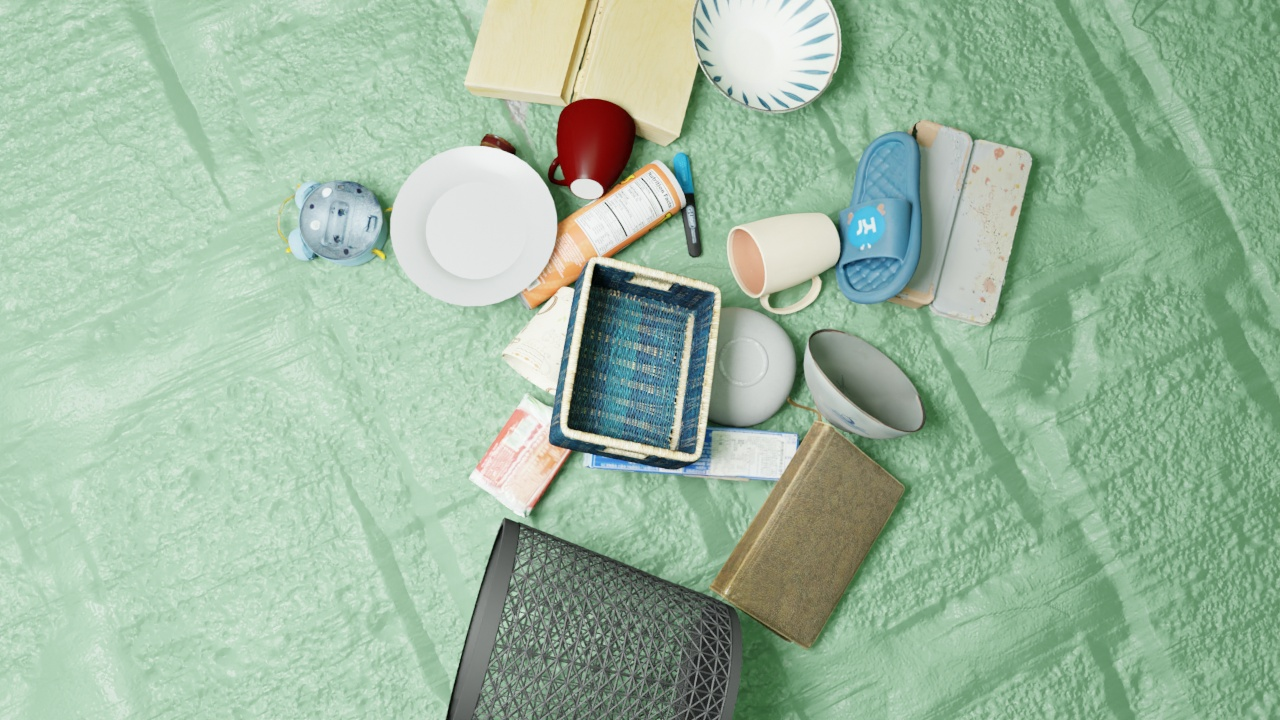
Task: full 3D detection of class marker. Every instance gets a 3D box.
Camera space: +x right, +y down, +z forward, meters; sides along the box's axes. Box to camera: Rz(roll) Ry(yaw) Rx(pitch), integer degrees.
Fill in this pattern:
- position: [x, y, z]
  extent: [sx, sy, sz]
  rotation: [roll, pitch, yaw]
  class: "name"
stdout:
- position: [0.054, -0.178, 1.051]
  extent: [0.018, 0.015, 0.123]
  rotation: [-8, 85, -6]
  class: "marker"

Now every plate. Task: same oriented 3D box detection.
- position: [-0.175, -0.141, 0.969]
  extent: [0.173, 0.019, 0.172]
  rotation: [0, 82, -2]
  class: "plate"

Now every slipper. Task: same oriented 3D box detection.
- position: [0.259, -0.161, 1.021]
  extent: [0.059, 0.104, 0.213]
  rotation: [23, 68, -35]
  class: "slipper"

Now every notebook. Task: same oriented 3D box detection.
- position: [0.167, 0.173, 0.962]
  extent: [0.190, 0.034, 0.215]
  rotation: [39, 81, -29]
  class: "notebook"

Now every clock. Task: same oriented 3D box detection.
- position: [-0.336, -0.150, 1.003]
  extent: [0.124, 0.052, 0.088]
  rotation: [7, 84, -2]
  class: "clock"

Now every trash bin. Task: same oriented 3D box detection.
- position: [-0.045, 0.291, 0.896]
  extent: [0.243, 0.217, 0.216]
  rotation: [16, 82, -8]
  class: "trash bin"

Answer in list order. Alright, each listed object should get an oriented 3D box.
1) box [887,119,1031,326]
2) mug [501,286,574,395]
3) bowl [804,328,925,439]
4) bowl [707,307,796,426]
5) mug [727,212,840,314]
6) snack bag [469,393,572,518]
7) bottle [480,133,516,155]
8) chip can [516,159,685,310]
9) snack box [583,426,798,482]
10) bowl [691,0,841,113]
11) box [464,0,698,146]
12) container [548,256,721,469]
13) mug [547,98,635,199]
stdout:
- position: [0.357, -0.158, 1.059]
  extent: [0.148, 0.043, 0.216]
  rotation: [18, 82, -5]
  class: "box"
- position: [-0.072, -0.011, 0.988]
  extent: [0.122, 0.081, 0.097]
  rotation: [38, 75, -18]
  class: "mug"
- position: [0.231, 0.037, 0.994]
  extent: [0.151, 0.150, 0.057]
  rotation: [34, 123, 1]
  class: "bowl"
- position: [0.107, 0.005, 1.005]
  extent: [0.132, 0.064, 0.131]
  rotation: [0, 83, -4]
  class: "bowl"
- position: [0.164, -0.108, 1.022]
  extent: [0.104, 0.085, 0.111]
  rotation: [-18, 112, -17]
  class: "mug"
- position: [-0.123, 0.102, 0.992]
  extent: [0.077, 0.036, 0.115]
  rotation: [34, 82, 0]
  class: "snack bag"
- position: [-0.190, -0.172, 1.013]
  extent: [0.056, 0.056, 0.162]
  rotation: [26, 81, 0]
  class: "bottle"
- position: [-0.053, -0.139, 1.014]
  extent: [0.210, 0.062, 0.062]
  rotation: [-35, 86, -7]
  class: "chip can"
- position: [0.053, 0.096, 0.983]
  extent: [0.226, 0.059, 0.059]
  rotation: [5, 82, -9]
  class: "snack box"
- position: [0.133, -0.358, 1.045]
  extent: [0.177, 0.071, 0.177]
  rotation: [1, 86, -14]
  class: "bowl"
- position: [-0.048, -0.398, 1.045]
  extent: [0.261, 0.097, 0.247]
  rotation: [13, 81, 4]
  class: "box"
- position: [-0.005, 0.005, 0.921]
  extent: [0.145, 0.071, 0.187]
  rotation: [13, 72, -13]
  class: "container"
- position: [-0.063, -0.219, 1.009]
  extent: [0.087, 0.114, 0.088]
  rotation: [31, 55, -39]
  class: "mug"
